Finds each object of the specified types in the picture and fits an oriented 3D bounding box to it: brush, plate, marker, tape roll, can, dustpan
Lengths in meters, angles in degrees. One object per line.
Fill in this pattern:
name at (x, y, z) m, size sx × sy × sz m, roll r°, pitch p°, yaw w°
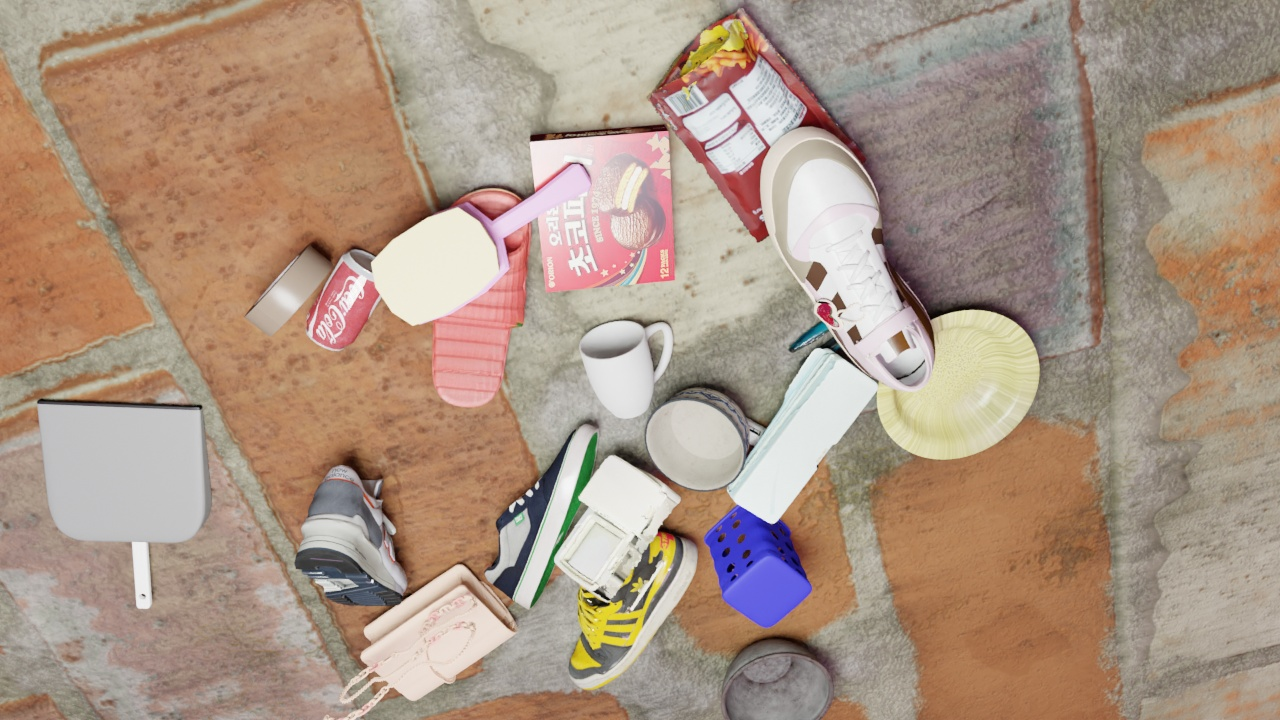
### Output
brush at (-0.149, -0.117, 0.874) m, size 0.229 × 0.043 × 0.089 m, roll -31°, pitch 99°, yaw 7°
plate at (0.354, 0.023, 1.043) m, size 0.184 × 0.036 × 0.185 m, roll -2°, pitch 114°, yaw -4°
marker at (0.155, 0.098, 1.064) m, size 0.126 × 0.025 × 0.025 m, roll 29°, pitch 108°, yaw -18°
tape roll at (-0.343, -0.069, 0.896) m, size 0.094 × 0.093 × 0.030 m, roll -43°, pitch 112°, yaw 13°
can at (-0.296, -0.060, 0.928) m, size 0.054 × 0.054 × 0.097 m, roll 31°, pitch 108°, yaw -18°
dustpan at (-0.564, 0.166, 1.019) m, size 0.163 × 0.033 × 0.258 m, roll 3°, pitch 105°, yaw -7°

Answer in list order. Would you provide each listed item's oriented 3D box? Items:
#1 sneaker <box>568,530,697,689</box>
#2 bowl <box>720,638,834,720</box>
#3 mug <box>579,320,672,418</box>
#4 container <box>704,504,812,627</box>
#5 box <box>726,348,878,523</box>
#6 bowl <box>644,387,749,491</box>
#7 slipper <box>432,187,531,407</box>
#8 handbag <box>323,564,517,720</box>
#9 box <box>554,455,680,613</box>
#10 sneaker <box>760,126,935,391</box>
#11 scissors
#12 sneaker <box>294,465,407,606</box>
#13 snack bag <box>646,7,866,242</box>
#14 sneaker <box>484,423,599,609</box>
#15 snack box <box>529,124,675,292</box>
sneaker at (-0.045, 0.289, 1.095) m, size 0.122 × 0.086 × 0.239 m, roll 31°, pitch 104°, yaw -24°
bowl at (0.170, 0.414, 1.188) m, size 0.145 × 0.067 × 0.145 m, roll -2°, pitch 115°, yaw -5°
mug at (-0.006, 0.006, 0.989) m, size 0.107 × 0.071 × 0.089 m, roll -31°, pitch 127°, yaw -22°
container at (0.138, 0.238, 1.077) m, size 0.085 × 0.113 × 0.084 m, roll 39°, pitch 105°, yaw -20°
box at (0.174, 0.084, 1.011) m, size 0.199 × 0.072 × 0.086 m, roll -56°, pitch 145°, yaw 8°
bowl at (0.069, 0.080, 1.015) m, size 0.116 × 0.059 × 0.116 m, roll 10°, pitch 118°, yaw 19°
slipper at (-0.170, -0.054, 0.942) m, size 0.103 × 0.059 × 0.249 m, roll 9°, pitch 115°, yaw -10°
handbag at (-0.239, 0.358, 1.051) m, size 0.199 × 0.187 × 0.116 m, roll -34°, pitch 114°, yaw 2°
box at (-0.016, 0.184, 0.977) m, size 0.081 × 0.182 × 0.143 m, roll 43°, pitch 75°, yaw -34°
sneaker at (0.210, -0.085, 0.898) m, size 0.112 × 0.116 × 0.294 m, roll -27°, pitch 113°, yaw 7°
scissors at (0.226, -0.046, 1.009) m, size 0.135 × 0.019 × 0.130 m, roll 7°, pitch 113°, yaw -11°
sneaker at (-0.311, 0.194, 1.020) m, size 0.089 × 0.124 × 0.240 m, roll 0°, pitch 154°, yaw -1°
snack bag at (0.114, -0.221, 0.893) m, size 0.139 × 0.066 × 0.208 m, roll -41°, pitch 119°, yaw 11°
sneaker at (-0.117, 0.169, 1.044) m, size 0.079 × 0.084 × 0.236 m, roll 26°, pitch 108°, yaw 9°
snack box at (-0.036, -0.152, 0.922) m, size 0.132 × 0.035 × 0.152 m, roll -5°, pitch 115°, yaw -4°
